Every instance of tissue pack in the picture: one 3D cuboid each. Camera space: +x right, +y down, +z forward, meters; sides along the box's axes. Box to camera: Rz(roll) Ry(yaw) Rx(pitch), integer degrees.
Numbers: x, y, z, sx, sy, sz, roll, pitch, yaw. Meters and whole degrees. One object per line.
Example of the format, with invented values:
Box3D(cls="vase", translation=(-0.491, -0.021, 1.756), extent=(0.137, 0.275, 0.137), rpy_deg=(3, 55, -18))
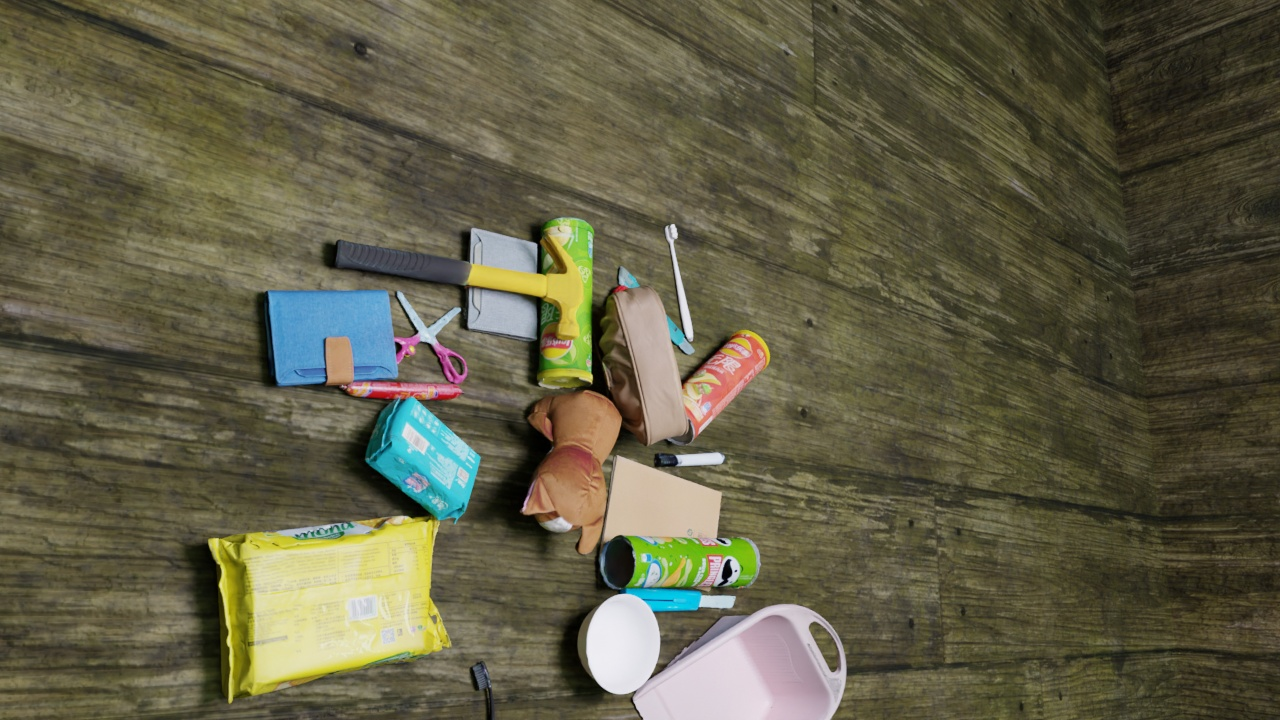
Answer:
Box3D(cls="tissue pack", translation=(-0.238, 0.111, 1.023), extent=(0.133, 0.050, 0.093), rpy_deg=(46, 24, -23))

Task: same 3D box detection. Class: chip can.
Box3D(cls="chip can", translation=(0.109, 0.038, 1.353), extent=(0.215, 0.073, 0.073), rpy_deg=(-42, 108, -39))
Box3D(cls="chip can", translation=(0.057, 0.273, 1.241), extent=(0.235, 0.072, 0.072), rpy_deg=(10, 73, -39))
Box3D(cls="chip can", translation=(-0.097, -0.077, 1.196), extent=(0.072, 0.073, 0.221), rpy_deg=(10, 73, -40))

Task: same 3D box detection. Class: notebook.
Box3D(cls="notebook", translation=(0.033, 0.231, 1.284), extent=(0.207, 0.008, 0.147), rpy_deg=(23, 65, -36))

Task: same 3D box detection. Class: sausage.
Box3D(cls="sausage", translation=(-0.271, 0.035, 1.053), extent=(0.155, 0.020, 0.020), rpy_deg=(4, 78, -41))

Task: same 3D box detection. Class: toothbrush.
Box3D(cls="toothbrush", translation=(0.061, -0.117, 1.383), extent=(0.016, 0.016, 0.180), rpy_deg=(-7, 85, -40))
Box3D(cls="toothbrush", translation=(-0.168, 0.440, 1.054), extent=(0.017, 0.014, 0.189), rpy_deg=(-10, 87, -33))

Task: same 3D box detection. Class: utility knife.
Box3D(cls="utility knife", translation=(0.024, -0.069, 1.342), extent=(0.176, 0.013, 0.029), rpy_deg=(46, 54, -24))
Box3D(cls="utility knife", translation=(0.058, 0.333, 1.276), extent=(0.218, 0.018, 0.034), rpy_deg=(14, 71, -40))

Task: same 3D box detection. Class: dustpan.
Box3D(cls="dustpan", translation=(0.153, 0.460, 1.250), extent=(0.272, 0.139, 0.222), rpy_deg=(-42, 109, -40))

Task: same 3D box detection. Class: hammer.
Box3D(cls="hammer", translation=(-0.206, -0.104, 1.087), extent=(0.300, 0.033, 0.128), rpy_deg=(7, 74, -27))

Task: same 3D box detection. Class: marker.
Box3D(cls="marker", translation=(0.073, 0.143, 1.334), extent=(0.130, 0.018, 0.022), rpy_deg=(2, 70, -41))

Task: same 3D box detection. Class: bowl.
Box3D(cls="bowl", translation=(-0.040, 0.354, 1.152), extent=(0.118, 0.065, 0.118), rpy_deg=(11, 73, -39))

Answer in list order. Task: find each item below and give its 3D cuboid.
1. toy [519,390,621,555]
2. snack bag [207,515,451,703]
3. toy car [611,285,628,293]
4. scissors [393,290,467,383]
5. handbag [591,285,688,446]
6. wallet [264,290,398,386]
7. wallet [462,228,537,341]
Box3D(cls="toy", translation=(-0.092, 0.132, 1.127), extent=(0.140, 0.131, 0.199), rpy_deg=(33, 39, -30))
Box3D(cls="snack bag", translation=(-0.309, 0.246, 0.937), extent=(0.246, 0.068, 0.158), rpy_deg=(1, 80, -43))
Box3D(cls="toy car", translation=(-0.005, -0.060, 1.303), extent=(0.106, 0.031, 0.049), rpy_deg=(47, 54, -26))
Box3D(cls="scissors", translation=(-0.253, -0.023, 1.085), extent=(0.134, 0.017, 0.133), rpy_deg=(55, 48, -14))
Box3D(cls="handbag", translation=(-0.007, 0.007, 1.205), extent=(0.099, 0.148, 0.204), rpy_deg=(-14, 99, -14))
Box3D(cls="wallet", translation=(-0.333, -0.025, 0.993), extent=(0.132, 0.040, 0.106), rpy_deg=(-3, 80, -34))
Box3D(cls="wallet", translation=(-0.174, -0.096, 1.156), extent=(0.106, 0.037, 0.129), rpy_deg=(10, 73, -41))
